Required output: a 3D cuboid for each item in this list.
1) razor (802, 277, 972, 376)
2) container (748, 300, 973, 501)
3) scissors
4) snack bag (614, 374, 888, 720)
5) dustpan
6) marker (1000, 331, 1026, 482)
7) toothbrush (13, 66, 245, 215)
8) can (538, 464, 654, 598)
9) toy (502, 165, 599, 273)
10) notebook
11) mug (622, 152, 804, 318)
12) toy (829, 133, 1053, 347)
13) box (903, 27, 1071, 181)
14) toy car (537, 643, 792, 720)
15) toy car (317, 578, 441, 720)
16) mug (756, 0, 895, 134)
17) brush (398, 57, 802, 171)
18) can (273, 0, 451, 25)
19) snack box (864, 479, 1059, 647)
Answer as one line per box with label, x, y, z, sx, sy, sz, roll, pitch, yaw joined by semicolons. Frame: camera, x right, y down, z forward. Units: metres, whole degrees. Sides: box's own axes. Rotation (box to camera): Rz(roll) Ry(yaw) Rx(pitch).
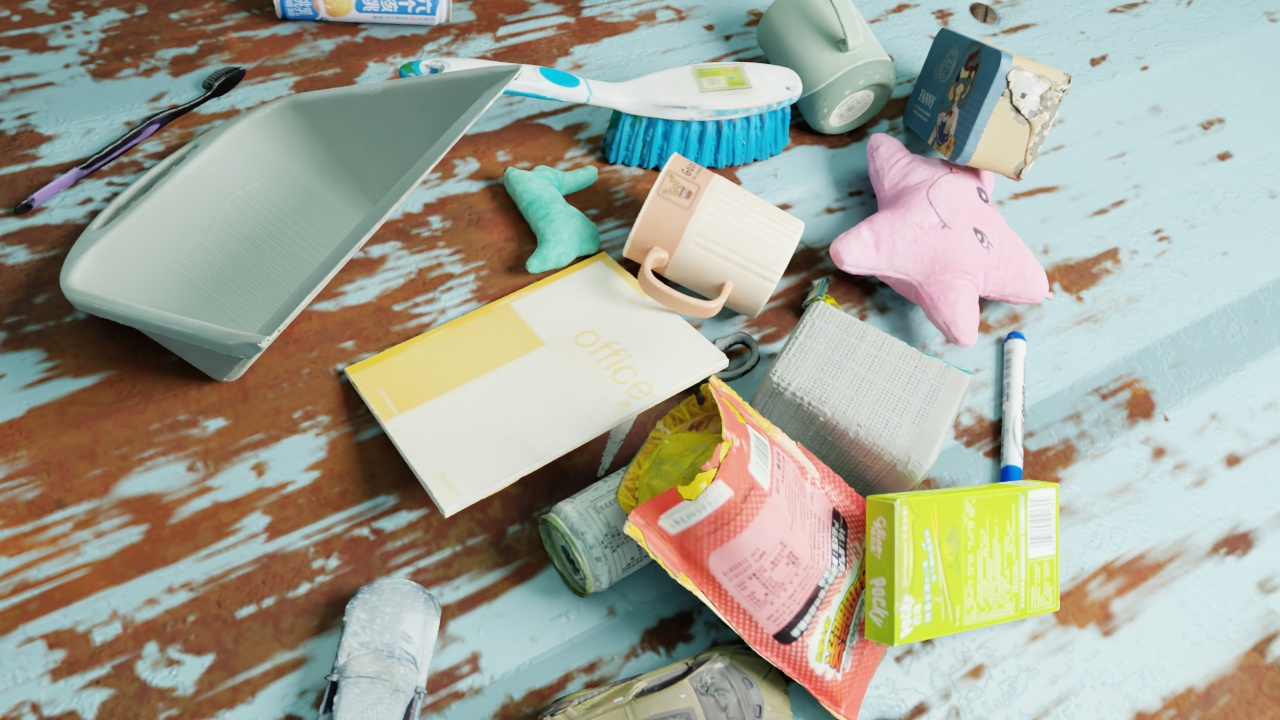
razor;0.182;-0.015;0.677;0.132;0.028;0.043;30;28;7
container;0.138;0.030;0.609;0.114;0.090;0.090;32;59;9
scissors;0.006;0.006;0.615;0.177;0.014;0.159;-3;50;-16
snack bag;0.087;0.112;0.534;0.208;0.073;0.128;42;61;-22
dustpan;-0.230;-0.099;0.538;0.142;0.258;0.222;42;58;-16
marker;0.274;0.041;0.674;0.017;0.017;0.145;17;60;-3
toothbrush;-0.355;-0.159;0.643;0.017;0.014;0.188;34;60;15
can;0.013;0.086;0.567;0.146;0.058;0.058;-27;71;-24
toy;-0.062;-0.112;0.675;0.096;0.030;0.092;-25;72;-29
notebook;-0.067;0.005;0.594;0.205;0.010;0.146;-27;50;-24
mug;0.047;-0.077;0.647;0.106;0.082;0.114;27;52;1
toy;0.241;-0.097;0.709;0.178;0.075;0.194;30;54;-2
box;0.268;-0.209;0.734;0.060;0.090;0.184;14;23;-8
toy car;0.015;0.205;0.514;0.158;0.042;0.070;-13;66;-22
toy car;-0.142;0.177;0.496;0.054;0.037;0.120;11;57;-7
mug;0.157;-0.256;0.754;0.082;0.112;0.106;-22;70;-7
brush;-0.018;-0.187;0.679;0.314;0.110;0.060;-10;67;-18
can;-0.218;-0.295;0.724;0.134;0.053;0.053;-3;63;-14
snack box;0.201;0.120;0.564;0.156;0.026;0.086;0;90;-33
